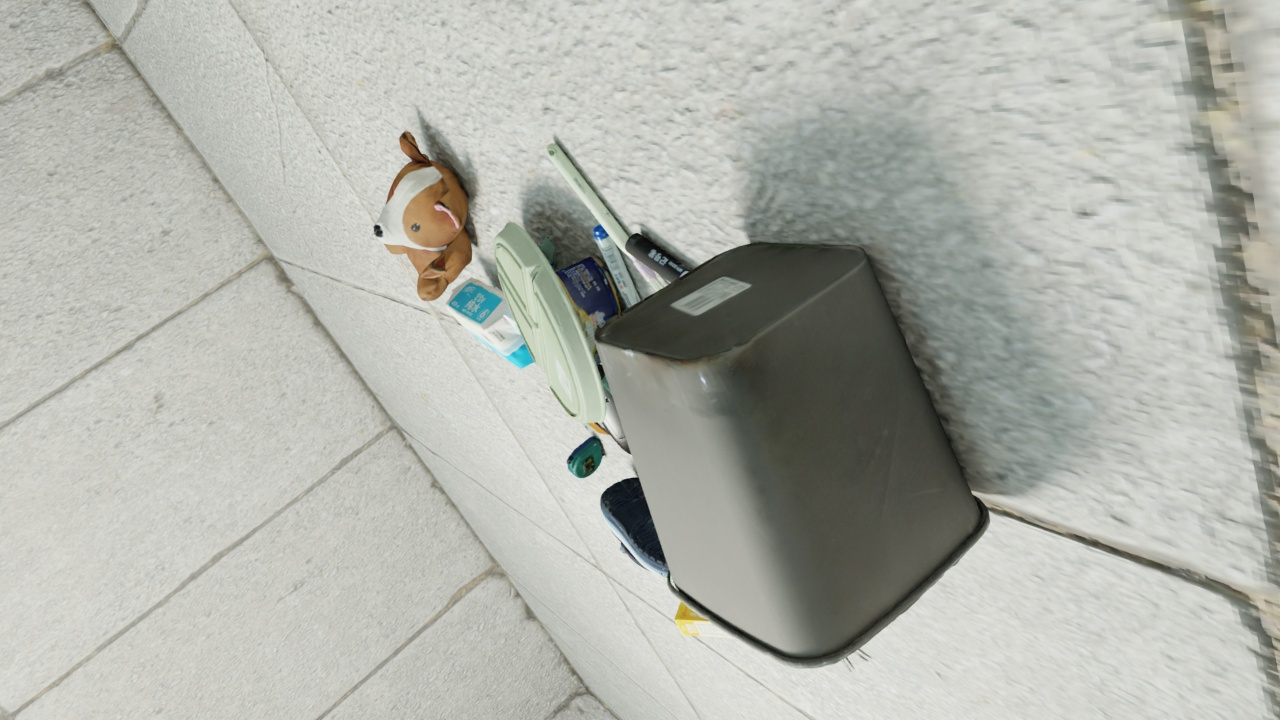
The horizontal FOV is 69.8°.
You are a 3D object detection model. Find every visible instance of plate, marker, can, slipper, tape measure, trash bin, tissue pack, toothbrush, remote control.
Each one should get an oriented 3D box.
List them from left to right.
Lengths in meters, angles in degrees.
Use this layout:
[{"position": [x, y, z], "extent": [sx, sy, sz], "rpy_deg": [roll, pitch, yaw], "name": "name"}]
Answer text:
[{"position": [-0.183, -0.051, 1.184], "extent": [0.140, 0.063, 0.090], "rpy_deg": [28, 164, 47], "name": "tissue pack"}, {"position": [-0.099, -0.034, 0.957], "extent": [0.230, 0.027, 0.231], "rpy_deg": [58, 165, 24], "name": "plate"}, {"position": [-0.056, -0.045, 0.942], "extent": [0.074, 0.049, 0.148], "rpy_deg": [57, 164, 26], "name": "can"}, {"position": [-0.078, 0.143, 1.315], "extent": [0.025, 0.058, 0.054], "rpy_deg": [35, 153, 37], "name": "tape measure"}, {"position": [-0.024, -0.118, 0.822], "extent": [0.189, 0.029, 0.020], "rpy_deg": [53, -160, -2], "name": "toothbrush"}, {"position": [-0.026, 0.065, 1.096], "extent": [0.053, 0.024, 0.136], "rpy_deg": [-21, 113, 28], "name": "remote control"}, {"position": [-0.012, -0.067, 0.883], "extent": [0.017, 0.016, 0.146], "rpy_deg": [25, 148, 49], "name": "marker"}, {"position": [0.030, 0.232, 1.175], "extent": [0.253, 0.105, 0.095], "rpy_deg": [26, 141, 53], "name": "slipper"}, {"position": [0.038, -0.068, 0.775], "extent": [0.132, 0.020, 0.022], "rpy_deg": [38, 148, 28], "name": "marker"}, {"position": [0.092, 0.050, 0.639], "extent": [0.199, 0.198, 0.220], "rpy_deg": [13, 132, 58], "name": "trash bin"}]

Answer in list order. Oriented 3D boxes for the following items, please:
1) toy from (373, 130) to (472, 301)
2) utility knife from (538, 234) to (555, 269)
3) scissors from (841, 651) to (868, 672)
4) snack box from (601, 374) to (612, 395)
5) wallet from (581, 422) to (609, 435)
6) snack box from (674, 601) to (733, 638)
[{"position": [-0.262, -0.166, 1.100], "extent": [0.140, 0.130, 0.200], "rpy_deg": [53, 151, 11], "name": "toy"}, {"position": [-0.115, -0.100, 1.039], "extent": [0.034, 0.018, 0.186], "rpy_deg": [50, 158, 4], "name": "utility knife"}, {"position": [0.196, 0.302, 1.085], "extent": [0.176, 0.012, 0.162], "rpy_deg": [19, 143, 53], "name": "scissors"}, {"position": [0.038, 0.042, 0.897], "extent": [0.074, 0.051, 0.175], "rpy_deg": [47, 163, -31], "name": "snack box"}, {"position": [-0.067, 0.053, 1.173], "extent": [0.106, 0.037, 0.130], "rpy_deg": [57, 159, -14], "name": "wallet"}, {"position": [0.114, 0.257, 0.992], "extent": [0.141, 0.086, 0.034], "rpy_deg": [-7, 127, 30], "name": "snack box"}]
